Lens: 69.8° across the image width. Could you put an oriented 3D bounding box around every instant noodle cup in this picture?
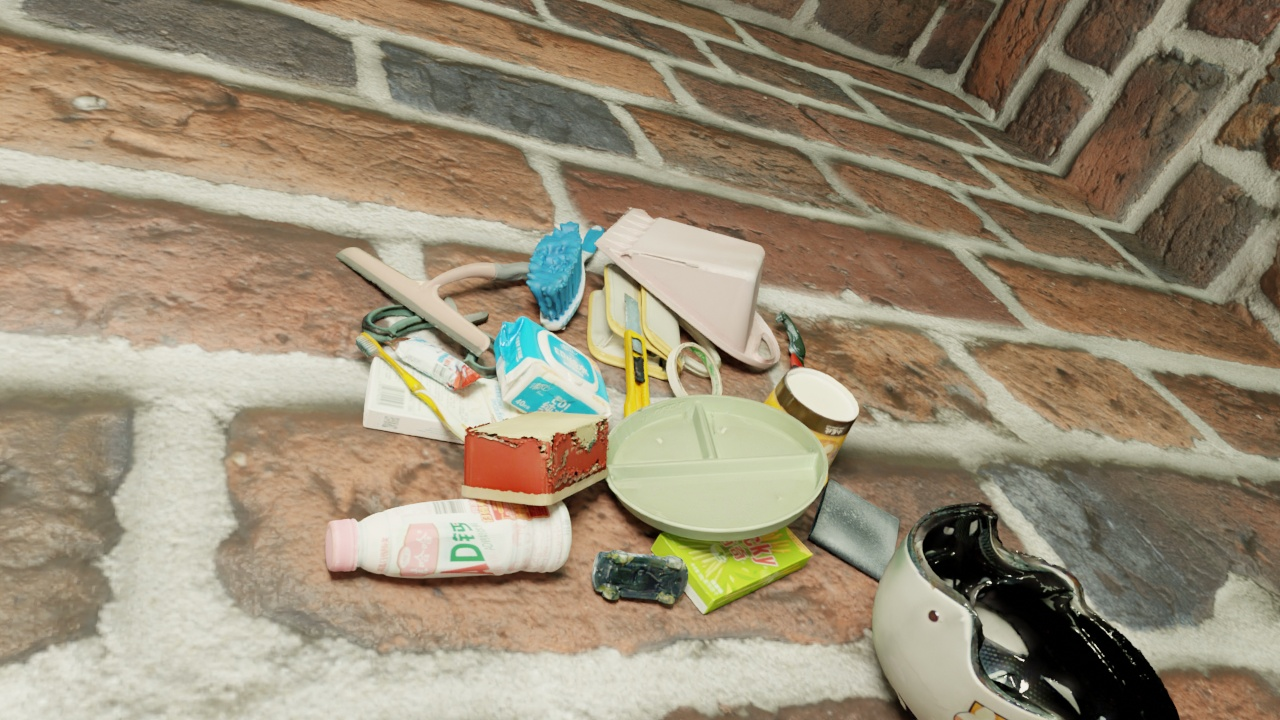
[{"bbox_3d":[0.182,0.079,1.054,0.118,0.115,0.118,18,32,-12],"label":"instant noodle cup"}]

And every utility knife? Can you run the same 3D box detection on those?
[{"bbox_3d":[-0.006,0.006,1.058,0.033,0.015,0.208,12,55,-24],"label":"utility knife"}]

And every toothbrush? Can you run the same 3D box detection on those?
[{"bbox_3d":[-0.217,0.031,0.891,0.191,0.016,0.018,40,46,22],"label":"toothbrush"}]

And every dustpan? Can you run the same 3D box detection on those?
[{"bbox_3d":[0.071,-0.093,1.254,0.273,0.139,0.222,16,24,10],"label":"dustpan"}]

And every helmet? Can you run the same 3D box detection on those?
[{"bbox_3d":[0.320,0.275,0.831,0.274,0.157,0.229,39,31,1],"label":"helmet"}]

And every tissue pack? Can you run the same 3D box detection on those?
[{"bbox_3d":[-0.091,0.019,0.967,0.140,0.063,0.090,35,23,-36],"label":"tissue pack"}]

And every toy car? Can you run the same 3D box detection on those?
[{"bbox_3d":[-0.001,0.194,0.833,0.090,0.043,0.034,9,2,-17],"label":"toy car"}]

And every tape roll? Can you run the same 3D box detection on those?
[{"bbox_3d":[0.066,0.020,1.114,0.085,0.014,0.085,23,54,-37],"label":"tape roll"}]

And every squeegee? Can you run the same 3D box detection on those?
[{"bbox_3d":[-0.190,-0.101,1.114,0.248,0.040,0.248,31,27,26],"label":"squeegee"}]

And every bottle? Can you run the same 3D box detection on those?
[{"bbox_3d":[-0.159,0.150,0.767,0.196,0.068,0.068,1,40,-27],"label":"bottle"}]

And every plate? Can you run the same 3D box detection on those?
[{"bbox_3d":[0.074,0.106,0.938,0.230,0.027,0.229,-1,31,1],"label":"plate"}]

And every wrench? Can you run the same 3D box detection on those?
[{"bbox_3d":[0.216,0.023,1.236,0.056,0.016,0.272,41,27,-27],"label":"wrench"}]

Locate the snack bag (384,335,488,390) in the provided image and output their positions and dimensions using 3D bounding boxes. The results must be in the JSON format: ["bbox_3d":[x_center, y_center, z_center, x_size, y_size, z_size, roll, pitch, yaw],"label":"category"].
[{"bbox_3d":[-0.208,0.001,0.930,0.104,0.026,0.048,30,18,9],"label":"snack bag"}]

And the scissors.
[{"bbox_3d":[-0.229,-0.032,1.014,0.181,0.019,0.170,6,31,-27],"label":"scissors"}]

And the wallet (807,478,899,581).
[{"bbox_3d":[0.242,0.190,1.030,0.097,0.019,0.120,32,31,6],"label":"wallet"}]

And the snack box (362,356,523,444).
[{"bbox_3d":[-0.196,0.045,0.925,0.156,0.027,0.084,13,34,-20],"label":"snack box"}]

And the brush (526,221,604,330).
[{"bbox_3d":[-0.089,-0.140,1.221,0.060,0.110,0.313,1,39,9],"label":"brush"}]

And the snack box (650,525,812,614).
[{"bbox_3d":[0.093,0.191,0.915,0.156,0.026,0.086,-9,46,-43],"label":"snack box"}]

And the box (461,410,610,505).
[{"bbox_3d":[-0.088,0.077,0.834,0.091,0.076,0.168,4,4,16],"label":"box"}]

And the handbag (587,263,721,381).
[{"bbox_3d":[0.025,-0.044,1.179,0.178,0.063,0.163,20,34,-16],"label":"handbag"}]
